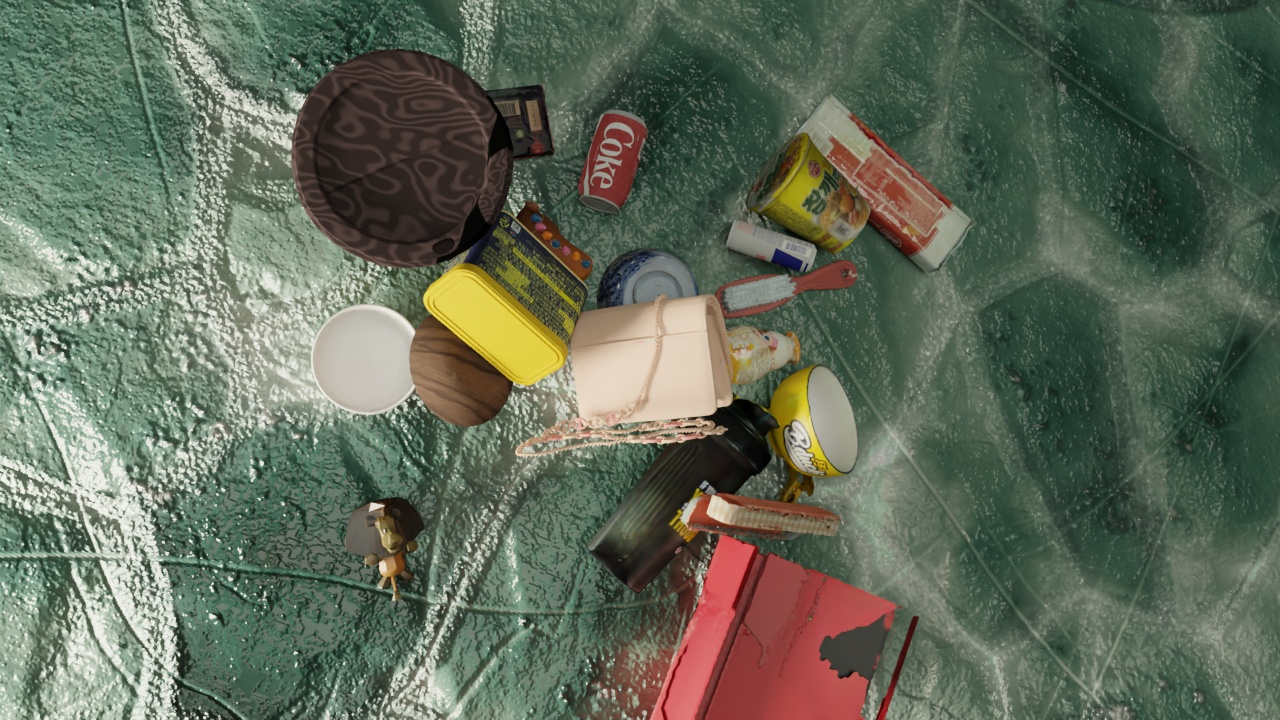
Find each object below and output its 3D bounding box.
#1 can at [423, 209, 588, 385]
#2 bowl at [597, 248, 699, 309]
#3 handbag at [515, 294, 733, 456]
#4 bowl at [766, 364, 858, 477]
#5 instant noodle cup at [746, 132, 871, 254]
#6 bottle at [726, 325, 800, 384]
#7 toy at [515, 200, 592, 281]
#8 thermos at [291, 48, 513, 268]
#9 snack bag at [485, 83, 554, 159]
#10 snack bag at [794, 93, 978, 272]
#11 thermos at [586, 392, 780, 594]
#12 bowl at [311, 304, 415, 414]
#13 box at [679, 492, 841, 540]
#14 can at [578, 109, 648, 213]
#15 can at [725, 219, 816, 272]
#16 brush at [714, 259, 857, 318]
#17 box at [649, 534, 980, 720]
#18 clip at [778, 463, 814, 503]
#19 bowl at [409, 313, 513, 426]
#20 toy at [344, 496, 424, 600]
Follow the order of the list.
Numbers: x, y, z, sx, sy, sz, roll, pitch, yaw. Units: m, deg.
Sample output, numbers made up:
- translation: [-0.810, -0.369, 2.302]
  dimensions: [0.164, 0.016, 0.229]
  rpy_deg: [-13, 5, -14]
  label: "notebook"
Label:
- translation: [-0.123, -0.062, 0.881]
  dimensions: [0.135, 0.075, 0.104]
  rpy_deg: [43, 40, -23]
  label: "can"
- translation: [0.014, -0.066, 0.960]
  dimensions: [0.114, 0.045, 0.114]
  rpy_deg: [1, 85, -12]
  label: "bowl"
- translation: [-0.006, 0.006, 0.849]
  dimensions: [0.199, 0.186, 0.116]
  rpy_deg: [-6, 97, 28]
  label: "handbag"
- translation: [0.174, 0.068, 0.964]
  dimensions: [0.117, 0.068, 0.117]
  rpy_deg: [30, 52, -47]
  label: "bowl"
- translation: [0.184, -0.172, 0.986]
  dimensions: [0.108, 0.102, 0.102]
  rpy_deg: [33, 79, -16]
  label: "instant noodle cup"
- translation: [0.112, -0.006, 0.968]
  dimensions: [0.109, 0.063, 0.063]
  rpy_deg: [-8, 87, -11]
  label: "bottle"
- translation: [-0.087, -0.118, 0.914]
  dimensions: [0.090, 0.103, 0.070]
  rpy_deg: [32, 68, 3]
  label: "toy"
- translation: [-0.206, -0.171, 0.816]
  dimensions: [0.172, 0.226, 0.173]
  rpy_deg: [-2, 99, -12]
  label: "thermos"
- translation: [-0.169, -0.241, 0.947]
  dimensions: [0.155, 0.018, 0.074]
  rpy_deg: [-9, 89, -12]
  label: "snack bag"
- translation: [0.270, -0.197, 1.031]
  dimensions: [0.225, 0.041, 0.077]
  rpy_deg: [40, 79, -8]
  label: "snack bag"
- translation: [0.044, 0.129, 0.930]
  dimensions: [0.098, 0.098, 0.220]
  rpy_deg: [42, 84, -6]
  label: "thermos"
- translation: [-0.262, 0.000, 0.891]
  dimensions: [0.105, 0.054, 0.105]
  rpy_deg: [1, 87, -11]
  label: "bowl"
- translation: [0.124, 0.159, 0.910]
  dimensions: [0.186, 0.079, 0.054]
  rpy_deg: [15, 51, -42]
  label: "box"
- translation: [-0.029, -0.207, 0.958]
  dimensions: [0.054, 0.054, 0.096]
  rpy_deg: [18, 82, -11]
  label: "can"
- translation: [0.140, -0.123, 0.988]
  dimensions: [0.095, 0.032, 0.032]
  rpy_deg: [19, 81, 5]
  label: "can"
- translation: [0.165, -0.082, 1.003]
  dimensions: [0.172, 0.030, 0.041]
  rpy_deg: [-14, 89, -14]
  label: "brush"
- translation: [0.101, 0.270, 0.770]
  dimensions: [0.107, 0.410, 0.211]
  rpy_deg: [25, 80, -12]
  label: "box"
- translation: [0.168, 0.135, 0.982]
  dimensions: [0.045, 0.054, 0.049]
  rpy_deg: [-8, 111, 5]
  label: "clip"
- translation: [-0.164, 0.003, 0.892]
  dimensions: [0.119, 0.032, 0.119]
  rpy_deg: [15, 68, -42]
  label: "bowl"
- translation: [-0.242, 0.181, 0.879]
  dimensions: [0.076, 0.063, 0.100]
  rpy_deg: [-14, 94, -32]
  label: "toy"
